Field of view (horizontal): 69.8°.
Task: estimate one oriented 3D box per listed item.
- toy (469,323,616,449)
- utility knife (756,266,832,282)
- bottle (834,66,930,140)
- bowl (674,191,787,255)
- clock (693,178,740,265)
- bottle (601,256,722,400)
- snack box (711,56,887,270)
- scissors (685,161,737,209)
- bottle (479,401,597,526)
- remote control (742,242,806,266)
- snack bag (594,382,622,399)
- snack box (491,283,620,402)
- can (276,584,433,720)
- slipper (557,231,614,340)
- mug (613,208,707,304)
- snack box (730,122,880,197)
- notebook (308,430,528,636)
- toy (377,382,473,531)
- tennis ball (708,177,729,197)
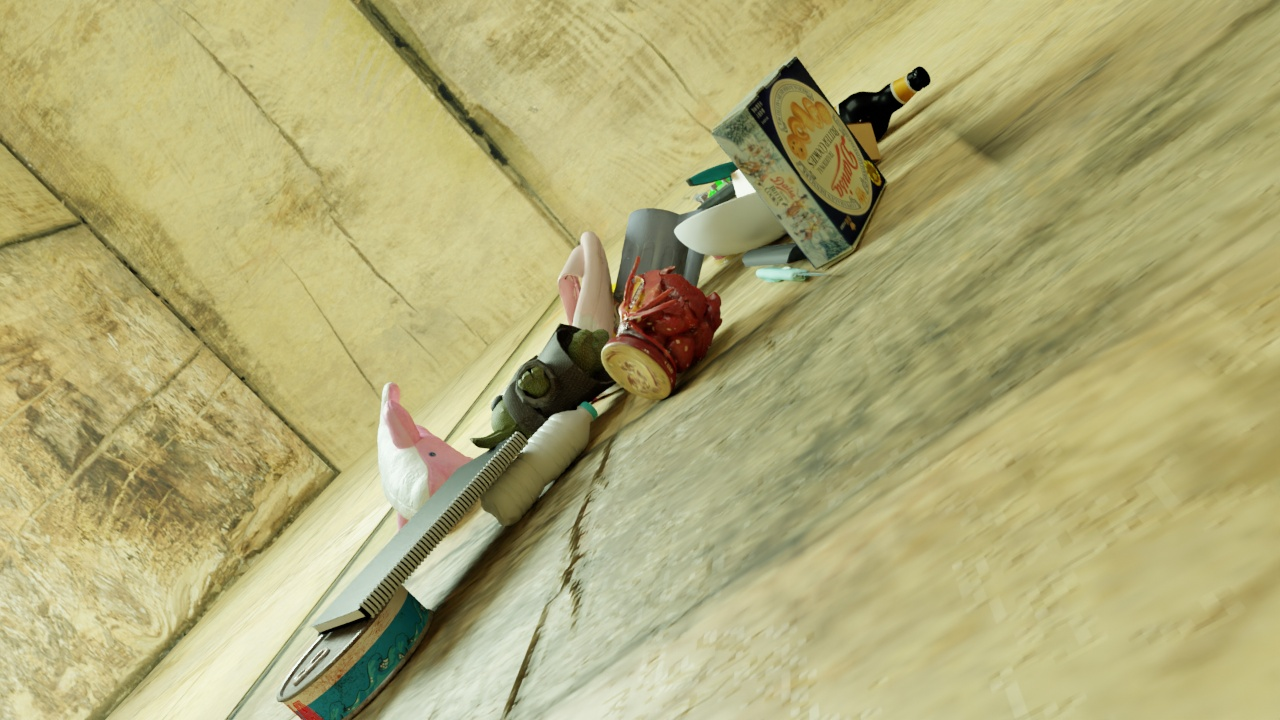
[{"bbox_3d":[-0.088,0.029,0.917,0.153,0.078,0.179,-45,-15,19],"label":"toy"},{"bbox_3d":[0.131,-0.072,0.783,0.022,0.015,0.165,-10,9,-8],"label":"utility knife"},{"bbox_3d":[0.246,-0.269,1.032,0.182,0.059,0.059,-31,15,47],"label":"bottle"},{"bbox_3d":[0.113,-0.140,0.965,0.149,0.043,0.149,-17,-2,-1],"label":"bowl"},{"bbox_3d":[0.111,-0.189,1.145,0.117,0.081,0.159,-42,10,3],"label":"clock"},{"bbox_3d":[0.019,-0.033,0.807,0.111,0.099,0.099,-54,15,-31],"label":"bottle"},{"bbox_3d":[0.140,-0.170,0.777,0.043,0.145,0.144,-31,14,39],"label":"snack box"},{"bbox_3d":[0.112,-0.206,1.032,0.154,0.019,0.125,-14,-21,-27],"label":"scissors"},{"bbox_3d":[-0.089,0.090,0.843,0.136,0.044,0.044,-47,11,-25],"label":"bottle"},{"bbox_3d":[0.130,-0.099,0.855,0.033,0.015,0.147,-16,7,-8],"label":"remote control"},{"bbox_3d":[-0.006,0.006,0.959,0.070,0.016,0.197,-51,13,-30],"label":"snack bag"},{"bbox_3d":[-0.078,-0.011,1.171,0.229,0.061,0.110,-48,12,-33],"label":"snack box"},{"bbox_3d":[-0.235,0.242,0.758,0.130,0.044,0.130,-41,10,9],"label":"can"},{"bbox_3d":[-0.062,-0.063,1.060,0.056,0.107,0.221,-8,39,6],"label":"slipper"},{"bbox_3d":[0.030,-0.117,1.075,0.124,0.083,0.103,-5,66,48],"label":"mug"},{"bbox_3d":[0.171,-0.203,0.962,0.088,0.040,0.126,-13,-4,-34],"label":"snack box"},{"bbox_3d":[-0.193,0.151,0.806,0.149,0.016,0.206,-31,15,51],"label":"notebook"},{"bbox_3d":[-0.259,0.129,1.133,0.127,0.187,0.266,-7,20,-26],"label":"toy"},{"bbox_3d":[0.128,-0.227,1.282,0.065,0.065,0.065,-41,10,9],"label":"tennis ball"}]
